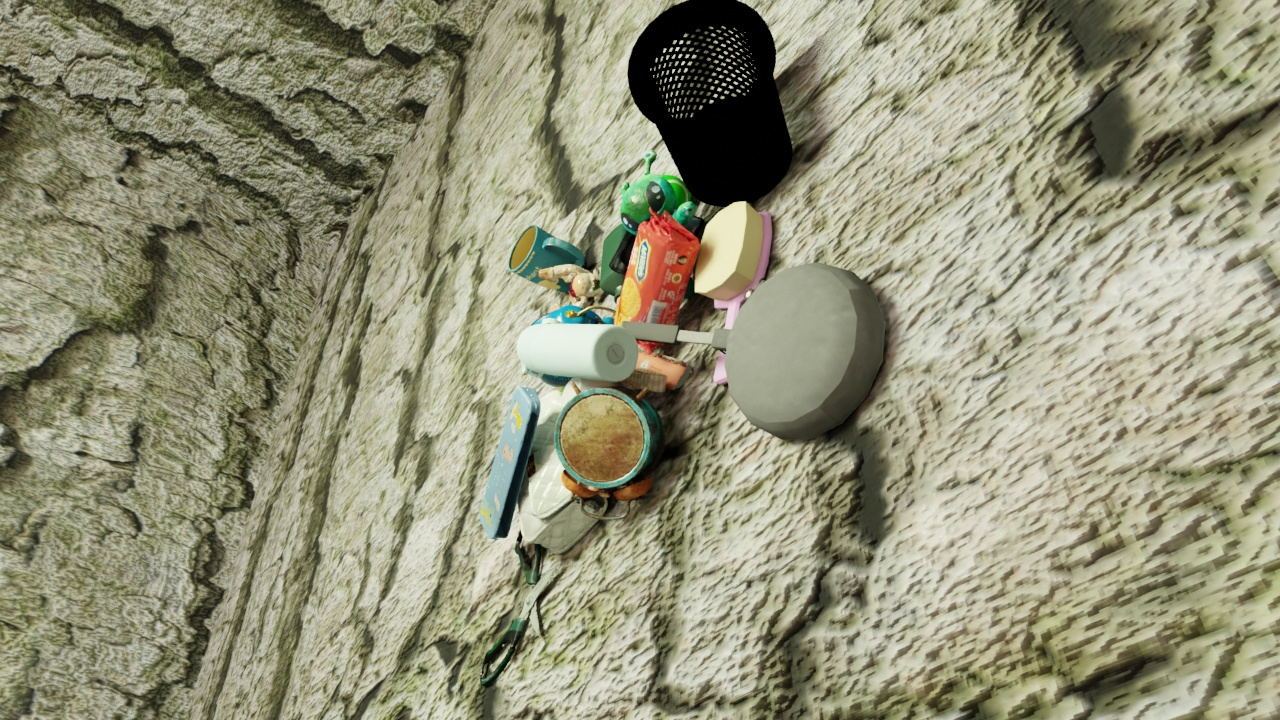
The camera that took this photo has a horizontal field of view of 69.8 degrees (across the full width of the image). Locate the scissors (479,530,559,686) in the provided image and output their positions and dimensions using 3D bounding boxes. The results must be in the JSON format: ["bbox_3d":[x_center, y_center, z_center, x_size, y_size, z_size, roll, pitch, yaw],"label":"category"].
[{"bbox_3d":[-0.163,0.313,1.206,0.202,0.015,0.201,-53,28,19],"label":"scissors"}]

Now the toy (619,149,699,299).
[{"bbox_3d":[0.031,-0.171,1.179,0.131,0.072,0.193,-40,74,37],"label":"toy"}]

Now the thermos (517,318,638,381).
[{"bbox_3d":[-0.083,-0.013,1.118,0.207,0.065,0.078,5,77,57],"label":"thermos"}]

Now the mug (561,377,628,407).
[{"bbox_3d":[-0.052,0.071,1.142,0.071,0.089,0.107,-35,39,42],"label":"mug"}]

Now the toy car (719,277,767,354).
[{"bbox_3d":[0.124,-0.041,0.993,0.092,0.040,0.037,-61,29,5],"label":"toy car"}]

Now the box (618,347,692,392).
[{"bbox_3d":[-0.005,0.010,1.160,0.187,0.085,0.048,19,111,60],"label":"box"}]

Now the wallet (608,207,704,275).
[{"bbox_3d":[0.023,-0.154,1.225,0.115,0.089,0.026,-63,-15,-3],"label":"wallet"}]

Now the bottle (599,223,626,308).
[{"bbox_3d":[-0.020,-0.123,1.285,0.061,0.061,0.131,-40,36,41],"label":"bottle"}]

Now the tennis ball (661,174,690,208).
[{"bbox_3d":[0.037,-0.224,1.271,0.066,0.065,0.065,-40,36,37],"label":"tennis ball"}]

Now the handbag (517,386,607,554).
[{"bbox_3d":[-0.110,0.139,1.185,0.139,0.072,0.194,-46,38,25],"label":"handbag"}]

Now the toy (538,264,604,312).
[{"bbox_3d":[-0.093,-0.106,1.400,0.106,0.074,0.085,-3,94,36],"label":"toy"}]

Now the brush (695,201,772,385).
[{"bbox_3d":[0.101,-0.081,1.063,0.089,0.043,0.228,-25,46,49],"label":"brush"}]

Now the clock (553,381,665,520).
[{"bbox_3d":[-0.036,0.106,1.066,0.073,0.121,0.157,1,-88,-76],"label":"clock"}]

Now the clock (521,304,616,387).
[{"bbox_3d":[-0.090,-0.026,1.265,0.162,0.116,0.060,-48,42,35],"label":"clock"}]

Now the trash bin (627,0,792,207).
[{"bbox_3d":[0.097,-0.307,1.136,0.196,0.195,0.199,-43,43,33],"label":"trash bin"}]

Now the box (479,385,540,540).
[{"bbox_3d":[-0.171,0.133,1.181,0.066,0.037,0.210,-128,49,-57],"label":"box"}]

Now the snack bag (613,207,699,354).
[{"bbox_3d":[0.021,-0.095,1.128,0.082,0.082,0.177,-110,32,-54],"label":"snack bag"}]

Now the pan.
[{"bbox_3d":[0.091,-0.022,0.956,0.358,0.041,0.178,8,81,50],"label":"pan"}]

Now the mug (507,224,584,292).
[{"bbox_3d":[-0.140,-0.162,1.474,0.112,0.104,0.084,-19,50,50],"label":"mug"}]
